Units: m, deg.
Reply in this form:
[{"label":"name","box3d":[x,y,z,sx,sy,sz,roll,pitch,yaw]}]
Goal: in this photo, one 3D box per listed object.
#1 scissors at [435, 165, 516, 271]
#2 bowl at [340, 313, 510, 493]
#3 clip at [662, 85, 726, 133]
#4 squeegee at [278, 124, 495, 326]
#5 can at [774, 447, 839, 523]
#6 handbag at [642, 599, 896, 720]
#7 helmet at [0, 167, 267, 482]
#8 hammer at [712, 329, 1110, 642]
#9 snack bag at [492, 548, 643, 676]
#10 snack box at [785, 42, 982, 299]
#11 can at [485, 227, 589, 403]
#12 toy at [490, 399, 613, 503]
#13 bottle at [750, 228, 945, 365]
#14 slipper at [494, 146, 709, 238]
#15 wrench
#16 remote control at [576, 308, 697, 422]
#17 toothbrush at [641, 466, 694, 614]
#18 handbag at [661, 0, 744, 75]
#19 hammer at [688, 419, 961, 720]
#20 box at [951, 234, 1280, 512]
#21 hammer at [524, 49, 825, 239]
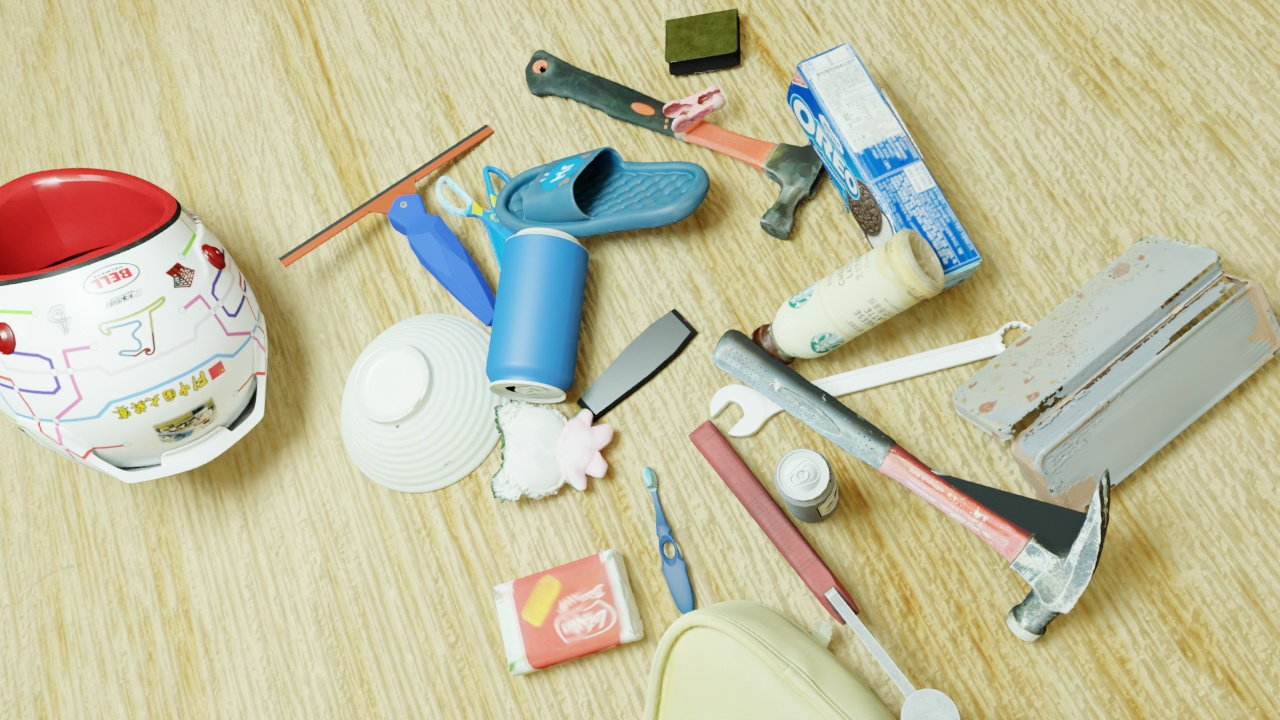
[{"label":"scissors","box3d":[-0.149,-0.134,0.883,0.104,0.019,0.131,-5,66,-28]},{"label":"bowl","box3d":[-0.214,0.029,0.845,0.177,0.071,0.177,-4,72,13]},{"label":"clip","box3d":[0.049,-0.239,0.856,0.058,0.022,0.037,-23,65,3]},{"label":"squeegee","box3d":[-0.197,-0.108,0.891,0.249,0.055,0.185,-37,79,-14]},{"label":"can","box3d":[0.130,0.098,0.711,0.044,0.106,0.044,-4,72,13]},{"label":"handbag","box3d":[0.107,0.295,0.674,0.233,0.088,0.191,27,99,21]},{"label":"helmet","box3d":[-0.479,-0.025,0.848,0.230,0.236,0.315,-30,42,-30]},{"label":"hammer","box3d":[0.194,0.067,0.703,0.326,0.036,0.141,35,124,22]},{"label":"snack bag","box3d":[-0.061,0.210,0.766,0.116,0.036,0.077,-19,69,9]},{"label":"snack box","box3d":[0.203,-0.158,0.781,0.059,0.059,0.226,-24,77,-7]},{"label":"can","box3d":[-0.093,-0.040,0.830,0.079,0.079,0.146,1,73,15]},{"label":"toy","box3d":[-0.077,0.081,0.810,0.109,0.041,0.095,-1,74,8]},{"label":"bottle","box3d":[0.162,-0.043,0.742,0.162,0.056,0.056,-32,64,37]},{"label":"slipper","box3d":[-0.039,-0.163,0.848,0.214,0.059,0.103,2,48,25]},{"label":"wrench","box3d":[0.192,0.014,0.774,0.274,0.009,0.047,-15,70,10]},{"label":"remote control","box3d":[-0.005,0.005,0.829,0.125,0.010,0.039,-43,68,0]},{"label":"toothbrush","box3d":[0.022,0.151,0.773,0.021,0.016,0.132,-21,68,10]},{"label":"handbag","box3d":[0.063,-0.368,0.925,0.084,0.027,0.177,-5,67,14]},{"label":"hammer","box3d":[0.132,0.162,0.705,0.036,0.126,0.315,-39,56,0]},{"label":"box","box3d":[0.366,0.010,0.709,0.216,0.096,0.105,-39,106,0]},{"label":"hammer","box3d":[0.024,-0.234,0.887,0.333,0.033,0.133,26,83,21]}]
